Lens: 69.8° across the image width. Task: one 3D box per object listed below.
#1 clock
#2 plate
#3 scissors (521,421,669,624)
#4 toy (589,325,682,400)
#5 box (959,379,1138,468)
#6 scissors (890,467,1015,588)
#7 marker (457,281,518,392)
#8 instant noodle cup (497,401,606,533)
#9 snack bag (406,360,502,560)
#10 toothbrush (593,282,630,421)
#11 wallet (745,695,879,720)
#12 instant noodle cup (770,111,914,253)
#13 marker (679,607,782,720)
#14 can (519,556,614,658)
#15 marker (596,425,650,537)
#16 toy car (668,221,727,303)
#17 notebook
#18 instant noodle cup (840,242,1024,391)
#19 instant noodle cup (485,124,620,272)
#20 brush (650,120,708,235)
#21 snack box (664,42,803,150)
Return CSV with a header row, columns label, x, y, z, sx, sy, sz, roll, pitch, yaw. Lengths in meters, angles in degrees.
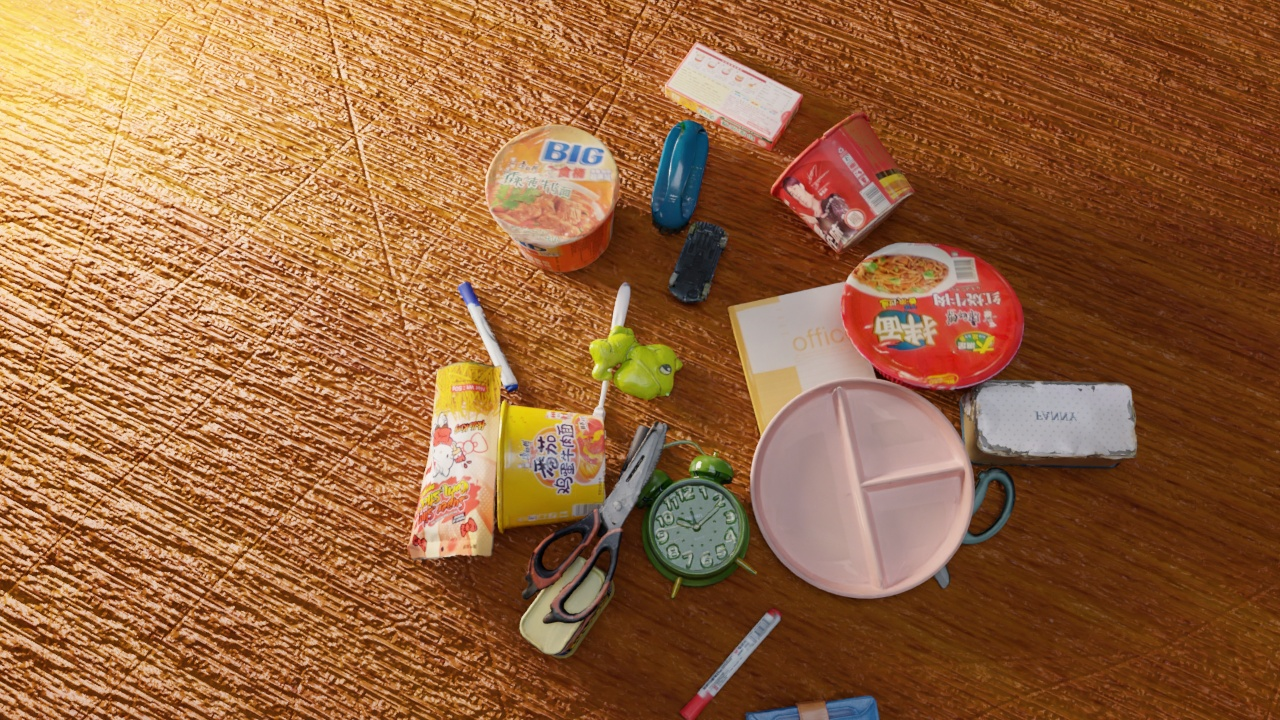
label,x,y,z,sx,sy,sz,roll,pitch,yaw
clock,0.054,0.163,0.977,0.116,0.056,0.161,-16,72,-4
plate,0.232,0.133,0.970,0.229,0.028,0.229,-1,82,8
scissors,-0.043,0.149,0.906,0.182,0.015,0.209,-5,79,1
toy,-0.006,0.006,1.037,0.096,0.031,0.100,-35,84,-21
box,0.443,0.068,0.987,0.184,0.063,0.089,4,73,2
scissors,0.311,0.147,0.984,0.170,0.019,0.174,-31,78,-3
marker,-0.178,-0.028,1.070,0.017,0.017,0.145,-26,73,-6
instant noodle cup,-0.093,0.111,0.966,0.110,0.138,0.138,0,72,-6
snack bag,-0.196,0.111,0.992,0.129,0.073,0.207,-13,63,38
toothbrush,-0.033,-0.008,1.057,0.016,0.016,0.179,10,73,3
wallet,0.177,0.393,0.909,0.133,0.040,0.106,-7,76,0
instant noodle cup,0.234,-0.195,1.048,0.137,0.138,0.108,-37,83,-9
marker,0.095,0.314,0.947,0.017,0.017,0.145,41,78,14
can,-0.074,0.252,0.940,0.057,0.083,0.102,34,77,12
marker,-0.015,0.134,1.009,0.022,0.020,0.131,23,75,-8
toy car,0.068,-0.113,1.077,0.049,0.031,0.105,18,73,9
notebook,0.193,0.019,1.040,0.146,0.010,0.206,-12,72,-2
instant noodle cup,0.314,-0.038,1.010,0.194,0.066,0.193,-2,59,3
instant noodle cup,-0.096,-0.178,1.064,0.151,0.111,0.151,-1,72,2
brush,0.048,-0.224,1.092,0.055,0.074,0.143,13,73,2
snack box,0.116,-0.331,1.148,0.156,0.027,0.077,31,77,12
